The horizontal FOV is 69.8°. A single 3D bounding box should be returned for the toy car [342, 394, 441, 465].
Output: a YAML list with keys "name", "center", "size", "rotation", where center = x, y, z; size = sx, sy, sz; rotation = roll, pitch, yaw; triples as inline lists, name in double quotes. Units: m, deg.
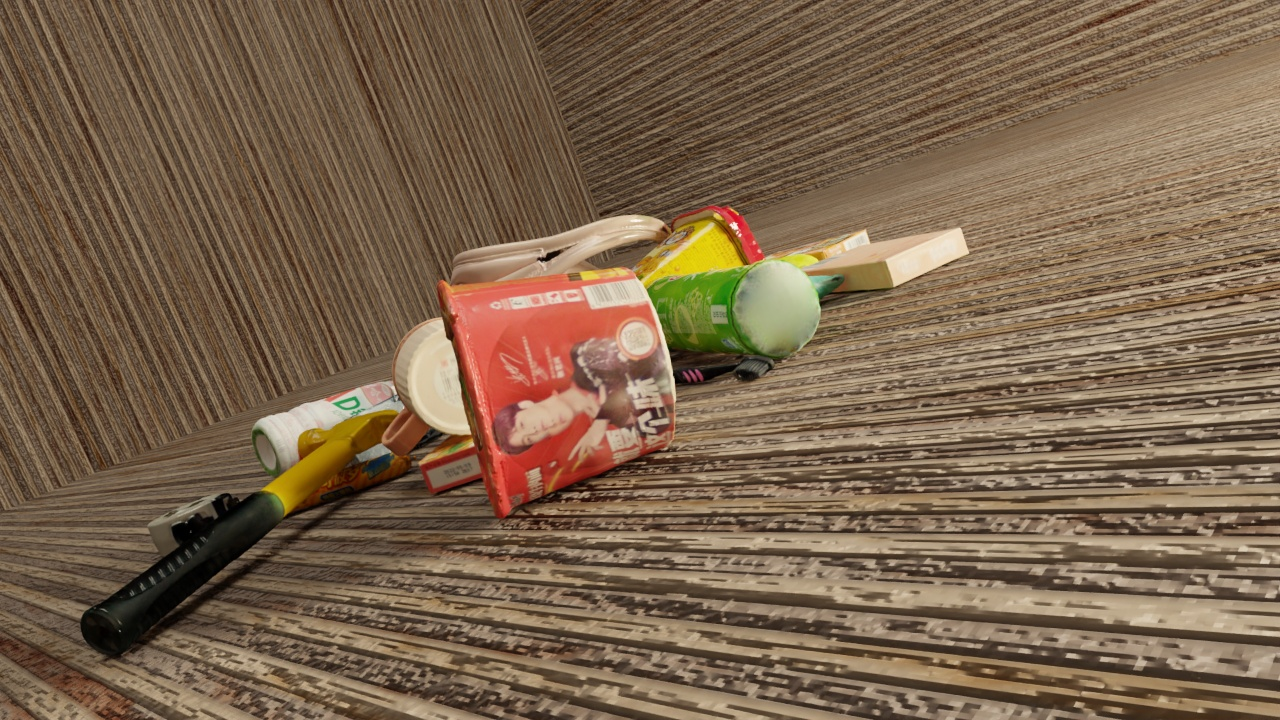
- name: "toy car"
  center: [-0.226, 0.059, 0.857]
  size: [0.037, 0.054, 0.120]
  rotation: [-16, 10, 38]

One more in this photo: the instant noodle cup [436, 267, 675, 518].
- name: "instant noodle cup"
  center: [-0.047, 0.011, 0.523]
  size: [0.108, 0.138, 0.138]
  rotation: [-14, 7, -13]

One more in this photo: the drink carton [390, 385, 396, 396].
- name: "drink carton"
  center: [-0.195, 0.029, 0.951]
  size: [0.122, 0.045, 0.054]
  rotation: [-26, -22, -24]

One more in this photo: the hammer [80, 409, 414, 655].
- name: "hammer"
  center: [-0.268, 0.105, 0.658]
  size: [0.129, 0.033, 0.300]
  rotation: [-16, 15, 22]

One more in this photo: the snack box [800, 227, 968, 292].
- name: "snack box"
  center: [0.215, -0.089, 0.843]
  size: [0.084, 0.026, 0.157]
  rotation: [-23, 9, -17]

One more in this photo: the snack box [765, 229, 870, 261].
- name: "snack box"
  center: [0.190, -0.118, 1.080]
  size: [0.075, 0.026, 0.154]
  rotation: [-26, 10, -30]

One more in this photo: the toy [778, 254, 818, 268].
- name: "toy"
  center: [0.148, -0.093, 1.009]
  size: [0.100, 0.031, 0.096]
  rotation: [-23, 11, 6]

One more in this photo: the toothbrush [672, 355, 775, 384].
- name: "toothbrush"
  center: [0.032, 0.013, 0.689]
  size: [0.017, 0.014, 0.190]
  rotation: [-39, 17, -31]

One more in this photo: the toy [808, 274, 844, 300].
- name: "toy"
  center: [0.123, -0.050, 0.814]
  size: [0.097, 0.030, 0.091]
  rotation: [-21, 4, 42]

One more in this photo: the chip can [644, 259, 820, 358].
- name: "chip can"
  center: [0.064, -0.040, 0.741]
  size: [0.072, 0.072, 0.221]
  rotation: [-23, 9, -17]

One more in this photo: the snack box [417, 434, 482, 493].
- name: "snack box"
  center: [-0.102, 0.053, 0.699]
  size: [0.077, 0.027, 0.155]
  rotation: [-19, 9, 13]

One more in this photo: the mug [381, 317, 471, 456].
- name: "mug"
  center: [-0.149, 0.022, 0.681]
  size: [0.114, 0.081, 0.106]
  rotation: [-51, 17, -9]

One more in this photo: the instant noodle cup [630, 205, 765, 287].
- name: "instant noodle cup"
  center: [0.048, -0.075, 0.904]
  size: [0.123, 0.116, 0.116]
  rotation: [-37, 15, -21]

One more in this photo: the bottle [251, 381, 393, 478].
- name: "bottle"
  center: [-0.326, 0.065, 1.021]
  size: [0.196, 0.068, 0.068]
  rotation: [-25, 10, -42]

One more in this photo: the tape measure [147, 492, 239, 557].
- name: "tape measure"
  center: [-0.389, 0.142, 0.796]
  size: [0.066, 0.033, 0.065]
  rotation: [-14, 10, 44]

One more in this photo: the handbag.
- name: "handbag"
  center: [-0.070, -0.089, 1.000]
  size: [0.235, 0.093, 0.193]
  rotation: [-24, -21, 24]

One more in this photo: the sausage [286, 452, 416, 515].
- name: "sausage"
  center: [-0.261, 0.106, 0.759]
  size: [0.165, 0.021, 0.021]
  rotation: [-20, 9, 5]
